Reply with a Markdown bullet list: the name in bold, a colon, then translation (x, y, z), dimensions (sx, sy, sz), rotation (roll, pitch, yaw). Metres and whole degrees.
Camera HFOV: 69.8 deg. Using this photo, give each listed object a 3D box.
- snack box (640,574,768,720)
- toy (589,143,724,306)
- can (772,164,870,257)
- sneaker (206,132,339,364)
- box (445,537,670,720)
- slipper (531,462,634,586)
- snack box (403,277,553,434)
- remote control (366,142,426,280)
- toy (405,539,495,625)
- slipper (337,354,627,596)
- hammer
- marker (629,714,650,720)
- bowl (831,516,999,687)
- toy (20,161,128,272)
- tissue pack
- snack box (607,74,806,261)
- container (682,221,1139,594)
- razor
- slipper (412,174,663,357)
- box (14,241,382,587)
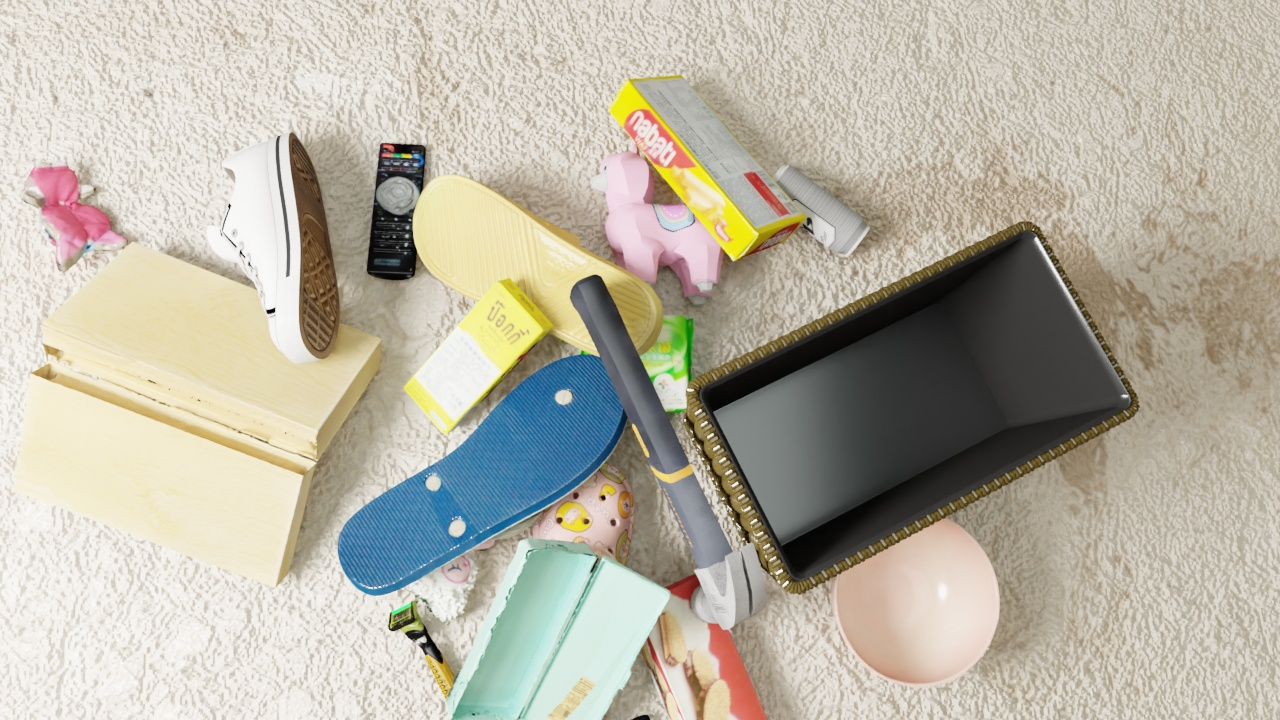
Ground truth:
- **snack box**: translation (0.076, 0.329, 0.809), dimensions (0.076, 0.044, 0.273), rotation (-20, 81, -24)
- **toy**: translation (0.017, -0.132, 0.891), dimensions (0.123, 0.067, 0.157), rotation (-3, 74, -8)
- **can**: translation (0.175, -0.150, 0.918), dimensions (0.106, 0.044, 0.044), rotation (37, 78, 3)
- **sneaker**: translation (-0.338, -0.100, 0.821), dimensions (0.097, 0.091, 0.245), rotation (-17, 63, -3)
- **box**: translation (-0.071, 0.241, 0.776), dimensions (0.138, 0.055, 0.187), rotation (21, 110, -18)
- **slipper**: translation (-0.056, 0.186, 0.815), dimensions (0.093, 0.081, 0.197), rotation (7, 81, -2)
- **snack box**: translation (-0.149, -0.003, 0.832), dimensions (0.061, 0.025, 0.149), rotation (47, 113, 4)
- **remote control**: translation (-0.237, -0.147, 0.895), dimensions (0.045, 0.021, 0.140), rotation (3, 74, -6)
- **toy**: translation (-0.180, 0.171, 0.830), dimensions (0.096, 0.041, 0.108), rotation (30, 72, 3)
- **slipper**: translation (-0.128, 0.108, 0.816), dimensions (0.294, 0.060, 0.118), rotation (-35, 59, -12)
- **hammer**: translation (0.016, 0.074, 0.767), dimensions (0.035, 0.139, 0.312), rotation (-23, 82, -19)
- **marker**: translation (-0.049, 0.354, 0.815), dimensions (0.133, 0.015, 0.018), rotation (-29, 95, -10)
- **bowl**: translation (0.239, 0.214, 0.837), dimensions (0.153, 0.076, 0.153), rotation (1, 78, -5)
- **toy**: translation (-0.534, -0.134, 0.857), dimensions (0.065, 0.050, 0.102), rotation (-28, 89, -44)
- **tissue pack**: translation (-0.005, 0.005, 0.879), dimensions (0.114, 0.034, 0.099), rotation (0, 78, -7)
- **snack box**: translation (0.064, -0.190, 0.884), dimensions (0.091, 0.042, 0.200), rotation (-26, 73, -47)
- **container**: translation (0.203, 0.048, 0.798), dimensions (0.320, 0.205, 0.176), rotation (-25, 82, -9)
- **razor**: translation (-0.176, 0.281, 0.813), dimensions (0.021, 0.044, 0.144), rotation (-26, 85, -51)
- **slipper**: translation (-0.096, -0.081, 0.861), dimensions (0.263, 0.078, 0.099), rotation (28, 92, 12)
- **box**: translation (-0.392, 0.044, 0.808), dimensions (0.247, 0.119, 0.252), rotation (21, 84, 0)
